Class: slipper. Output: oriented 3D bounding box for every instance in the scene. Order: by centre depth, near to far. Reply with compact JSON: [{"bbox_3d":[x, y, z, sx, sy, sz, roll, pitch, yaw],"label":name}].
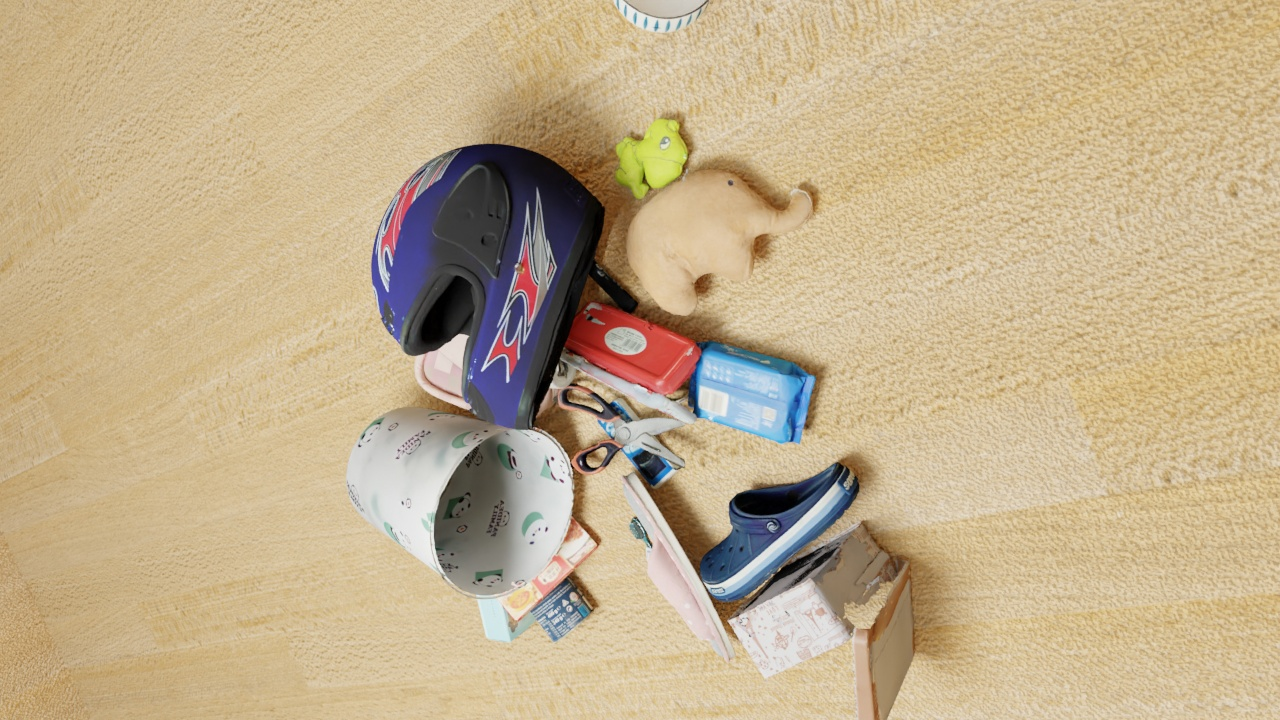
[{"bbox_3d":[0.147,0.196,1.091,0.095,0.104,0.254,48,123,4],"label":"slipper"},{"bbox_3d":[0.039,0.271,1.186,0.054,0.114,0.274,-29,87,-4],"label":"slipper"}]

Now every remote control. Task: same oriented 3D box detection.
[{"bbox_3d":[-0.003,0.107,1.203,0.125,0.024,0.049,50,125,9],"label":"remote control"}]

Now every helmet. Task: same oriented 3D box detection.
[{"bbox_3d":[-0.188,-0.096,1.057,0.240,0.248,0.314,17,72,0],"label":"helmet"}]

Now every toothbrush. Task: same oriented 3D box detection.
[{"bbox_3d":[0.035,0.299,1.248,0.016,0.018,0.191,-31,88,36],"label":"toothbrush"}]

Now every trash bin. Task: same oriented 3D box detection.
[{"bbox_3d":[-0.258,0.176,1.257,0.252,0.228,0.230,12,113,43],"label":"trash bin"}]

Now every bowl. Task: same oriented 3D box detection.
[{"bbox_3d":[0.020,-0.400,0.979,0.116,0.116,0.066,54,169,5],"label":"bowl"}]

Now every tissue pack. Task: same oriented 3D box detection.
[{"bbox_3d":[0.128,0.036,1.081,0.157,0.052,0.095,17,116,27],"label":"tissue pack"}]

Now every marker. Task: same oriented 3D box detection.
[{"bbox_3d":[-0.055,-0.109,1.165,0.132,0.020,0.022,45,128,12],"label":"marker"}]

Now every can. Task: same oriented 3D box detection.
[{"bbox_3d":[-0.128,0.344,1.330,0.111,0.075,0.075,51,125,6],"label":"can"}]

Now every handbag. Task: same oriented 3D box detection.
[{"bbox_3d":[-0.200,-0.045,1.248,0.193,0.093,0.234,19,108,25],"label":"handbag"}]

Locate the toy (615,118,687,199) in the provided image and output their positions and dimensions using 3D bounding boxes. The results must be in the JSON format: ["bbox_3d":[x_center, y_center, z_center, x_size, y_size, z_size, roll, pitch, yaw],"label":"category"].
[{"bbox_3d":[0.014,-0.235,1.073,0.100,0.031,0.097,16,114,31],"label":"toy"}]

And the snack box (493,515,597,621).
[{"bbox_3d":[-0.140,0.285,1.287,0.075,0.152,0.025,46,168,12],"label":"snack box"}]

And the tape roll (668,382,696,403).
[{"bbox_3d":[0.033,0.015,1.156,0.086,0.013,0.086,11,112,29],"label":"tape roll"}]

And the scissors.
[{"bbox_3d":[-0.034,0.093,1.190,0.226,0.015,0.189,-44,73,37],"label":"scissors"}]

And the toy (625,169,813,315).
[{"bbox_3d":[0.080,-0.150,1.036,0.227,0.082,0.143,-30,94,32],"label":"toy"}]

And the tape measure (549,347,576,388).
[{"bbox_3d":[-0.112,0.004,1.206,0.034,0.065,0.066,7,98,34],"label":"tape measure"}]

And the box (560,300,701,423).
[{"bbox_3d":[-0.007,0.009,1.133,0.202,0.095,0.101,24,158,42],"label":"box"}]

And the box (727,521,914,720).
[{"bbox_3d":[0.237,0.307,1.031,0.155,0.182,0.185,-37,82,35],"label":"box"}]

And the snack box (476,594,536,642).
[{"bbox_3d":[-0.207,0.326,1.373,0.052,0.074,0.175,-1,105,33],"label":"snack box"}]
